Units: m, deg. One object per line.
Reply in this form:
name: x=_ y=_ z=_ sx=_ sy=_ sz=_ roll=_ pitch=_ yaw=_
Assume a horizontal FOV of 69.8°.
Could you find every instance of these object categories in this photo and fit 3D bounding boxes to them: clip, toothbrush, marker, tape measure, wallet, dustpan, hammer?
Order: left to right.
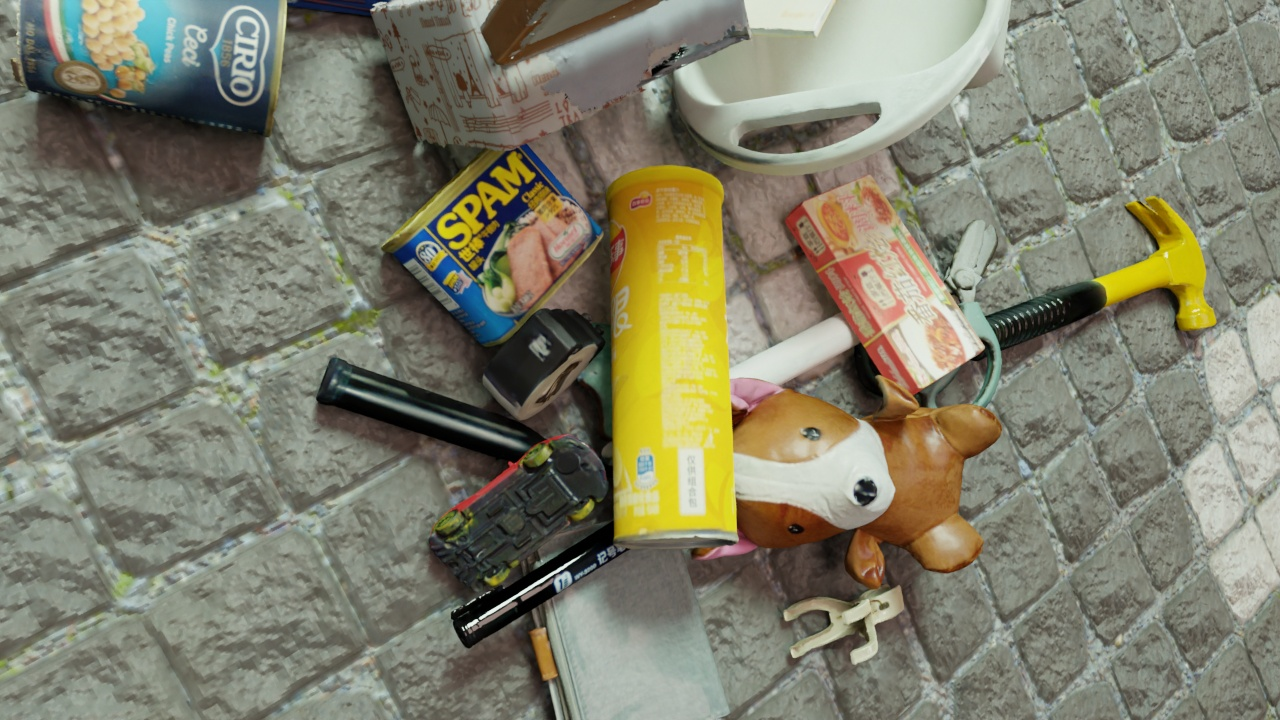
toothbrush: x=-0.078 y=0.047 z=0.529 sx=0.212 sy=0.026 sz=0.027 roll=22 pitch=62 yaw=-20
tape measure: x=-0.056 y=0.002 z=0.526 sx=0.033 sy=0.065 sz=0.066 roll=45 pitch=105 yaw=10
marker: x=-0.045 y=0.119 z=0.518 sx=0.131 sy=0.020 sz=0.022 roll=-27 pitch=52 yaw=-28
wallet: x=-0.013 y=0.161 z=0.547 sx=0.106 sy=0.037 sz=0.129 roll=-10 pitch=75 yaw=-24
toothbrush: x=0.065 y=0.017 z=0.610 sx=0.220 sy=0.026 sz=0.027 roll=-26 pitch=54 yaw=-27
dustpan: x=0.119 y=-0.240 z=0.555 sx=0.142 sy=0.223 sz=0.258 roll=-13 pitch=101 yaw=-56
clip: x=0.136 y=0.177 z=0.631 sx=0.101 sy=0.096 sz=0.035 roll=-9 pitch=87 yaw=-69
hammer: x=0.379 y=-0.055 z=0.773 sx=0.300 sy=0.033 sz=0.129 roll=-18 pitch=92 yaw=-27

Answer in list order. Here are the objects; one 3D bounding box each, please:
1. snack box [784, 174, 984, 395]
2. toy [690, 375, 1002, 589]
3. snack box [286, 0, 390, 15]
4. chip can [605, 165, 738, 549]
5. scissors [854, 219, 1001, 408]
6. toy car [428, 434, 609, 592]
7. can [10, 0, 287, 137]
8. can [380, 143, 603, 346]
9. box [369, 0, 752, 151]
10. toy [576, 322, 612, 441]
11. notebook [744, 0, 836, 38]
snack box: x=0.172 y=-0.054 z=0.648 sx=0.075 sy=0.026 sz=0.153 roll=-25 pitch=80 yaw=-30
toy: x=0.133 y=0.077 z=0.593 sx=0.199 sy=0.130 sz=0.140 roll=9 pitch=89 yaw=-16
snack box: x=-0.211 y=-0.240 z=0.499 sx=0.157 sy=0.026 sz=0.084 roll=-3 pitch=86 yaw=-27
chip can: x=0.018 y=-0.001 z=0.527 sx=0.072 sy=0.072 sz=0.213 roll=6 pitch=72 yaw=-26
scissors: x=0.245 y=-0.023 z=0.682 sx=0.185 sy=0.019 sz=0.129 roll=-42 pitch=84 yaw=-13
toy car: x=-0.067 y=0.083 z=0.518 sx=0.106 sy=0.031 sz=0.049 roll=-38 pitch=107 yaw=3
can: x=-0.237 y=-0.158 z=0.450 sx=0.111 sy=0.075 sz=0.075 roll=6 pitch=82 yaw=-26
can: x=-0.082 y=-0.070 z=0.530 sx=0.083 sy=0.057 sz=0.102 roll=47 pitch=67 yaw=-17
box: x=-0.009 y=-0.183 z=0.454 sx=0.178 sy=0.261 sz=0.103 roll=-32 pitch=119 yaw=-26
toy: x=-0.003 y=0.003 z=0.576 sx=0.091 sy=0.030 sz=0.096 roll=3 pitch=76 yaw=-22
notebook: x=0.094 y=-0.296 z=0.585 sx=0.010 sy=0.146 sz=0.206 roll=36 pitch=78 yaw=-51
